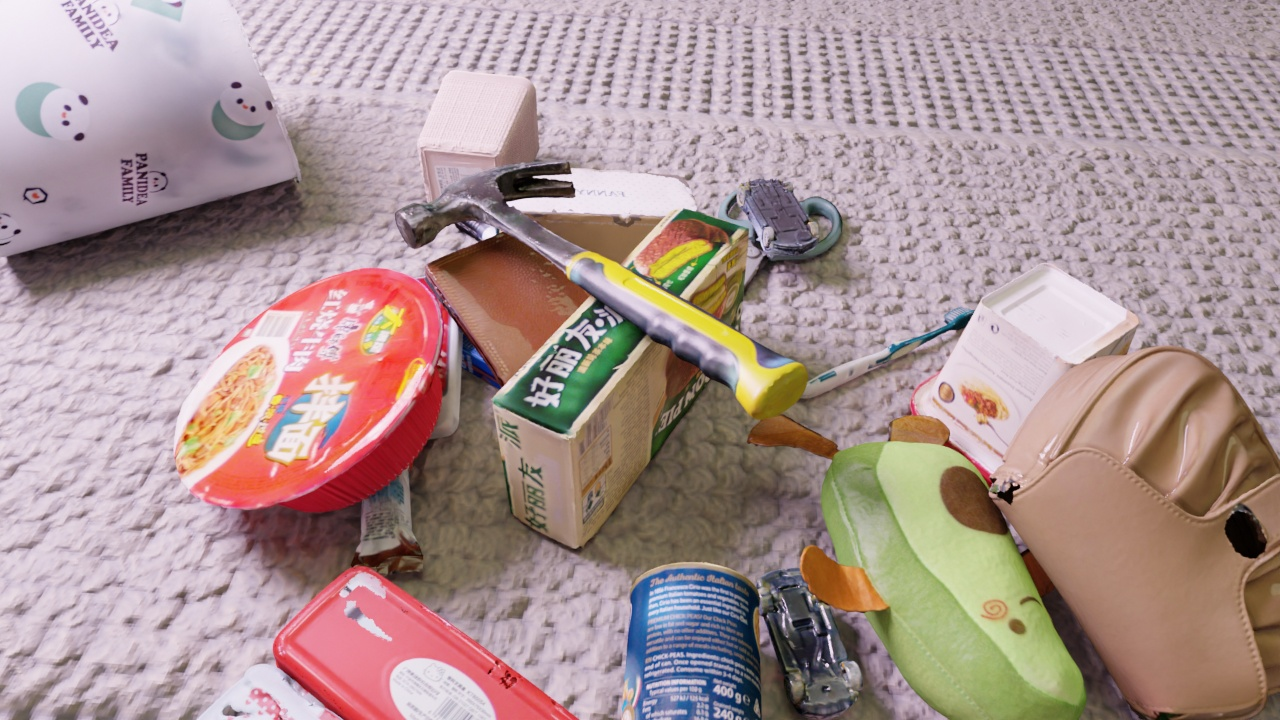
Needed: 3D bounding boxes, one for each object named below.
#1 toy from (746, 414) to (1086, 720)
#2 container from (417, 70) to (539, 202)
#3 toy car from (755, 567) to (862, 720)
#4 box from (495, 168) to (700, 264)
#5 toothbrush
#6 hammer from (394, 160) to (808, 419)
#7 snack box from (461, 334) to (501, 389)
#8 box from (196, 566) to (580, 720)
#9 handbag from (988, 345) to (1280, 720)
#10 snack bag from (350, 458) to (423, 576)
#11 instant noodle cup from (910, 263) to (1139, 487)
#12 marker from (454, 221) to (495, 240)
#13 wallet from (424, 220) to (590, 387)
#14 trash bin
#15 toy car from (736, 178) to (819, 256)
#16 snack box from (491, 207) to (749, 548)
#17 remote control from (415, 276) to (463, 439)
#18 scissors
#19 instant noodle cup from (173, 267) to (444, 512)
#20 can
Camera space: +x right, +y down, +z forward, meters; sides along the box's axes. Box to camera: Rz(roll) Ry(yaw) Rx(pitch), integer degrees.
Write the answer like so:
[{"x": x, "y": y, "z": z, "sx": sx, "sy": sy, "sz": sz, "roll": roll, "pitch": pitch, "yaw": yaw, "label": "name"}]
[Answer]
[{"x": 0.173, "y": 0.117, "z": 0.541, "sx": 0.226, "sy": 0.090, "sz": 0.246, "roll": 4, "pitch": 43, "yaw": -29, "label": "toy"}, {"x": -0.151, "y": -0.197, "z": 0.850, "sx": 0.090, "sy": 0.090, "sz": 0.110, "roll": 7, "pitch": 48, "yaw": 4, "label": "container"}, {"x": 0.095, "y": 0.165, "z": 0.535, "sx": 0.043, "sy": 0.034, "sz": 0.090, "roll": -7, "pitch": 48, "yaw": -13, "label": "toy car"}, {"x": -0.044, "y": -0.120, "z": 0.782, "sx": 0.184, "sy": 0.060, "sz": 0.089, "roll": 0, "pitch": 38, "yaw": -9, "label": "box"}, {"x": 0.197, "y": -0.008, "z": 0.727, "sx": 0.191, "sy": 0.016, "sz": 0.018, "roll": -22, "pitch": 40, "yaw": -23, "label": "toothbrush"}, {"x": -0.024, "y": -0.056, "z": 0.590, "sx": 0.125, "sy": 0.032, "sz": 0.323, "roll": -33, "pitch": 47, "yaw": -27, "label": "hammer"}, {"x": -0.099, "y": -0.019, "z": 0.714, "sx": 0.157, "sy": 0.026, "sz": 0.084, "roll": 27, "pitch": 51, "yaw": 23, "label": "snack box"}, {"x": -0.131, "y": 0.211, "z": 0.475, "sx": 0.201, "sy": 0.038, "sz": 0.157, "roll": 28, "pitch": 50, "yaw": 22, "label": "box"}, {"x": 0.300, "y": 0.097, "z": 0.514, "sx": 0.147, "sy": 0.100, "sz": 0.204, "roll": -34, "pitch": 90, "yaw": -12, "label": "handbag"}, {"x": -0.165, "y": 0.094, "z": 0.598, "sx": 0.045, "sy": 0.026, "sz": 0.105, "roll": -6, "pitch": 46, "yaw": -9, "label": "snack bag"}, {"x": 0.268, "y": 0.011, "z": 0.633, "sx": 0.116, "sy": 0.124, "sz": 0.116, "roll": -26, "pitch": 51, "yaw": -26, "label": "instant noodle cup"}, {"x": -0.117, "y": -0.096, "z": 0.799, "sx": 0.131, "sy": 0.018, "sz": 0.022, "roll": 37, "pitch": 78, "yaw": 30, "label": "marker"}, {"x": -0.089, "y": -0.041, "z": 0.680, "sx": 0.101, "sy": 0.032, "sz": 0.124, "roll": -28, "pitch": 69, "yaw": -27, "label": "wallet"}, {"x": -0.454, "y": -0.217, "z": 0.769, "sx": 0.251, "sy": 0.230, "sz": 0.229, "roll": -25, "pitch": 51, "yaw": -18, "label": "trash bin"}, {"x": 0.119, "y": -0.123, "z": 0.800, "sx": 0.049, "sy": 0.031, "sz": 0.105, "roll": -9, "pitch": 45, "yaw": -10, "label": "toy car"}, {"x": -0.004, "y": 0.004, "z": 0.634, "sx": 0.063, "sy": 0.115, "sz": 0.239, "roll": 21, "pitch": 48, "yaw": 21, "label": "snack box"}, {"x": -0.159, "y": -0.004, "z": 0.675, "sx": 0.056, "sy": 0.020, "sz": 0.135, "roll": -6, "pitch": 59, "yaw": 5, "label": "remote control"}, {"x": 0.122, "y": -0.104, "z": 0.816, "sx": 0.139, "sy": 0.019, "sz": 0.179, "roll": 16, "pitch": 45, "yaw": 12, "label": "scissors"}, {"x": -0.205, "y": 0.028, "z": 0.607, "sx": 0.194, "sy": 0.066, "sz": 0.193, "roll": -13, "pitch": 48, "yaw": 14, "label": "instant noodle cup"}, {"x": 0.028, "y": 0.176, "z": 0.491, "sx": 0.075, "sy": 0.075, "sz": 0.111, "roll": 4, "pitch": 45, "yaw": 1, "label": "can"}]
